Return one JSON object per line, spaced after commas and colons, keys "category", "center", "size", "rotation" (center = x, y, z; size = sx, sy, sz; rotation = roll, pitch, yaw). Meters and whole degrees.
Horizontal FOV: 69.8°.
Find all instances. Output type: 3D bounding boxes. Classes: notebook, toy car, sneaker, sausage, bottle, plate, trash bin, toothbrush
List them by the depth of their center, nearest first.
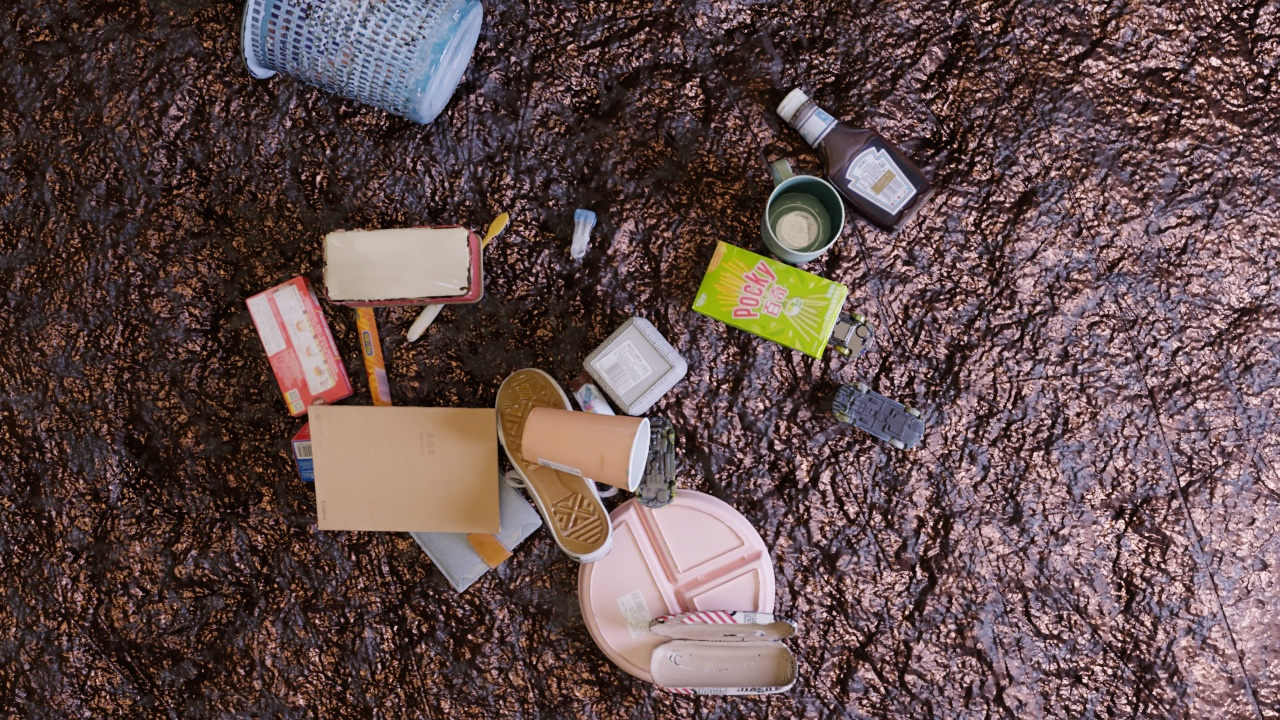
{"category": "trash bin", "center": [-0.290, -0.369, 1.006], "size": [0.195, 0.226, 0.226], "rotation": [27, 92, -9]}
{"category": "notebook", "center": [-0.264, 0.122, 1.029], "size": [0.211, 0.012, 0.149], "rotation": [1, 106, 3]}
{"category": "bottle", "center": [0.236, -0.230, 1.036], "size": [0.195, 0.044, 0.080], "rotation": [43, 92, 4]}
{"category": "toy car", "center": [0.268, 0.062, 1.037], "size": [0.105, 0.031, 0.049], "rotation": [26, 92, 5]}
{"category": "sneaker", "center": [-0.095, 0.123, 1.039], "size": [0.118, 0.088, 0.241], "rotation": [-24, 66, -8]}
{"category": "toy car", "center": [0.212, -0.040, 1.041], "size": [0.106, 0.031, 0.049], "rotation": [24, 93, 15]}
{"category": "toy car", "center": [0.017, 0.118, 1.052], "size": [0.048, 0.032, 0.105], "rotation": [-3, 76, 4]}
{"category": "plate", "center": [0.040, 0.264, 1.056], "size": [0.229, 0.028, 0.229], "rotation": [0, 90, 4]}
{"category": "toothbrush", "center": [-0.215, -0.097, 1.084], "size": [0.016, 0.018, 0.191], "rotation": [39, 95, 6]}
{"category": "sausage", "center": [-0.317, -0.008, 1.087], "size": [0.021, 0.021, 0.165], "rotation": [-12, 88, 4]}

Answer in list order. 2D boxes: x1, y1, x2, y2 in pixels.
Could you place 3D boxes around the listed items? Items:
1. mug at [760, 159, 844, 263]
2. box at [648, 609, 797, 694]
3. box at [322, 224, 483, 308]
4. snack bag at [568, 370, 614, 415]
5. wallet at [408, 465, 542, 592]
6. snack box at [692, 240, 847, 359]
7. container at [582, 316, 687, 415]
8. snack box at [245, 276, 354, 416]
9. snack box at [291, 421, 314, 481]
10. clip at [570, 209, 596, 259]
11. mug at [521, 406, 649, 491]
{"category": "mug", "center": [0.170, -0.164, 1.008], "size": [0.082, 0.106, 0.111], "rotation": [-22, 88, 4]}
{"category": "box", "center": [0.091, 0.320, 1.000], "size": [0.162, 0.076, 0.086], "rotation": [-2, 62, 1]}
{"category": "box", "center": [-0.269, -0.108, 1.036], "size": [0.168, 0.078, 0.091], "rotation": [-2, 88, 2]}
{"category": "snack bag", "center": [-0.047, 0.063, 1.061], "size": [0.026, 0.045, 0.105], "rotation": [-28, 87, -40]}
{"category": "wallet", "center": [-0.193, 0.193, 1.069], "size": [0.130, 0.037, 0.106], "rotation": [-40, 86, 3]}
{"category": "snack box", "center": [0.144, -0.069, 1.032], "size": [0.156, 0.026, 0.086], "rotation": [23, 91, 19]}
{"category": "container", "center": [-0.006, 0.006, 1.017], "size": [0.090, 0.114, 0.090], "rotation": [-43, 87, 2]}
{"category": "snack box", "center": [-0.404, -0.016, 1.091], "size": [0.075, 0.025, 0.153], "rotation": [-23, 88, 3]}
{"category": "snack box", "center": [-0.289, 0.098, 1.059], "size": [0.207, 0.058, 0.057], "rotation": [-5, 111, 5]}
{"category": "clip", "center": [-0.068, -0.147, 1.072], "size": [0.025, 0.036, 0.058], "rotation": [11, 86, 2]}
{"category": "mug", "center": [-0.059, 0.089, 0.967], "size": [0.123, 0.078, 0.078], "rotation": [9, 90, 12]}
